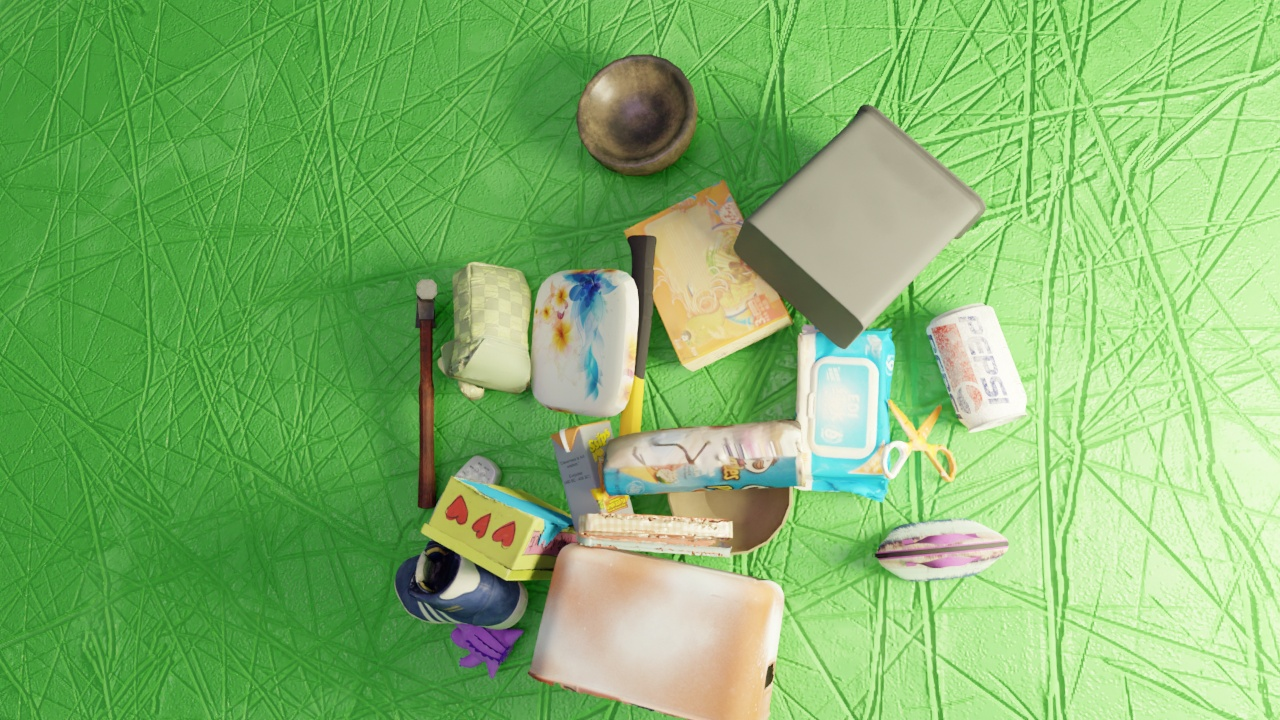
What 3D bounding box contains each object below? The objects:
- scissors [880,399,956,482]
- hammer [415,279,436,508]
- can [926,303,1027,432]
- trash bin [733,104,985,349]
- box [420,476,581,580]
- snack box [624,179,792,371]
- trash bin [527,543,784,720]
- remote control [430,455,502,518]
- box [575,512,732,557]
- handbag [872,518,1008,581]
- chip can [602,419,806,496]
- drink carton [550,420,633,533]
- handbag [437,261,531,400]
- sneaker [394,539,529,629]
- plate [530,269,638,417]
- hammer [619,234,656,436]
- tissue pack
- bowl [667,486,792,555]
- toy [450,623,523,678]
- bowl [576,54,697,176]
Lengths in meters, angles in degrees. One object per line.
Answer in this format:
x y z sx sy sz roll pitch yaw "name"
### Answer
0.321 0.097 1.065 0.129 0.011 0.125 -40 97 -28 "scissors"
-0.287 0.048 1.233 0.028 0.111 0.300 0 88 -14 "hammer"
0.390 0.009 1.062 0.078 0.078 0.136 -18 75 11 "can"
0.253 -0.157 1.078 0.192 0.098 0.219 44 74 9 "trash bin"
-0.153 0.203 1.093 0.124 0.221 0.082 23 86 16 "box"
0.088 -0.104 1.162 0.145 0.080 0.195 -26 74 11 "snack box"
0.028 0.306 1.048 0.260 0.181 0.157 9 80 17 "trash bin"
-0.229 0.181 1.217 0.060 0.028 0.114 34 90 19 "remote control"
0.018 0.192 1.044 0.186 0.060 0.058 7 122 -19 "box"
0.325 0.205 0.992 0.145 0.170 0.068 -9 77 13 "handbag"
0.073 0.113 1.054 0.230 0.080 0.079 -4 78 7 "chip can"
-0.058 0.139 1.112 0.049 0.076 0.125 -19 83 34 "drink carton"
-0.209 -0.036 1.222 0.117 0.113 0.186 -27 56 40 "handbag"
-0.260 0.266 1.117 0.233 0.118 0.091 4 63 39 "sneaker"
-0.079 -0.024 1.171 0.187 0.016 0.187 4 90 43 "plate"
-0.007 0.007 1.139 0.127 0.029 0.323 7 94 35 "hammer"
0.242 0.061 1.100 0.117 0.066 0.209 2 82 15 "tissue pack"
0.113 0.159 1.117 0.152 0.050 0.152 -3 81 18 "bowl"
-0.197 0.349 1.161 0.088 0.056 0.106 33 90 19 "toy"
0.000 -0.321 1.233 0.162 0.070 0.162 -3 78 14 "bowl"
